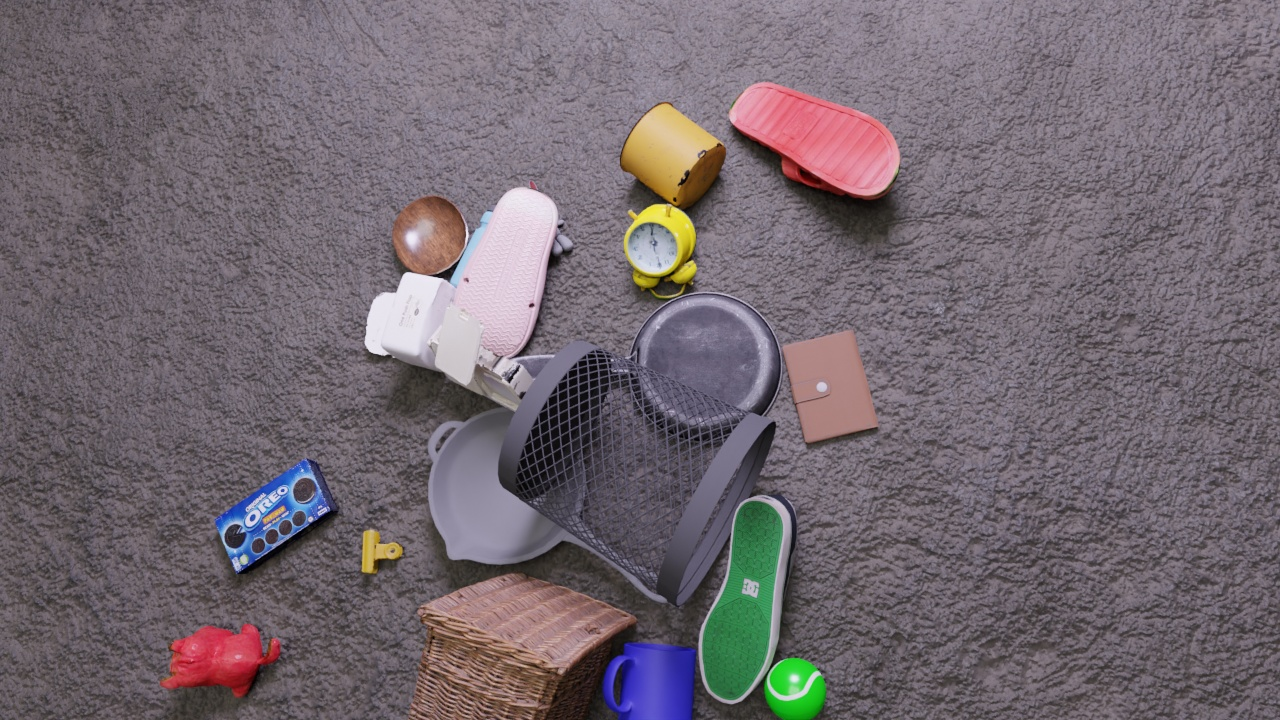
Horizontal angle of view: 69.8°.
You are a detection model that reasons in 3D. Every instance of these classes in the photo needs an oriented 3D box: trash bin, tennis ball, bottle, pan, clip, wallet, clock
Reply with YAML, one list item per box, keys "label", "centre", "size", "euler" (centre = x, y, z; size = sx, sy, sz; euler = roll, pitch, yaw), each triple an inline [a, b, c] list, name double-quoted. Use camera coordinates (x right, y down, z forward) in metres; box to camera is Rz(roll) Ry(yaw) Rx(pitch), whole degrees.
- label: "trash bin"
  centre: [-0.006, 0.111, 0.992]
  size: [0.227, 0.218, 0.217]
  euler: [27, 84, 16]
- label: "tennis ball"
  centre: [0.165, 0.353, 0.982]
  size: [0.065, 0.065, 0.065]
  euler: [-3, 76, 12]
- label: "bottle"
  centre: [-0.203, -0.148, 1.197]
  size: [0.040, 0.040, 0.130]
  euler: [23, 83, 17]
- label: "pan"
  centre: [-0.109, 0.182, 1.096]
  size: [0.354, 0.024, 0.216]
  euler: [32, 76, 17]
- label: "clip"
  centre: [-0.324, 0.237, 1.138]
  size: [0.049, 0.044, 0.054]
  euler: [-12, 71, 35]
- label: "pan"
  centre: [-0.007, 0.006, 1.118]
  size: [0.357, 0.055, 0.187]
  euler: [0, 78, 8]
- label: "wallet"
  centre: [0.221, 0.030, 1.074]
  size: [0.087, 0.013, 0.121]
  euler: [-14, 74, 9]
- label: "clock"
  centre: [0.026, -0.133, 1.126]
  size: [0.083, 0.057, 0.119]
  euler: [-5, 112, 21]

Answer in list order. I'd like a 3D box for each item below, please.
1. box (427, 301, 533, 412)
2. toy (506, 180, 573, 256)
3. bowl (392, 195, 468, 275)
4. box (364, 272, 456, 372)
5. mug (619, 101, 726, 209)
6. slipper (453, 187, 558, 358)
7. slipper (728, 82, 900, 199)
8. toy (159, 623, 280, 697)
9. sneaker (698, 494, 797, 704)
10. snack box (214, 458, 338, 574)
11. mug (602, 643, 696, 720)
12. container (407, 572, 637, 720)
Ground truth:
- label: "box"
  centre: [-0.209, 0.006, 1.071]
  size: [0.143, 0.186, 0.070]
  euler: [23, 67, 30]
- label: "toy"
  centre: [-0.128, -0.183, 1.194]
  size: [0.049, 0.030, 0.111]
  euler: [-28, 73, -25]
- label: "bowl"
  centre: [-0.276, -0.163, 1.224]
  size: [0.102, 0.026, 0.114]
  euler: [-33, 71, 3]
- label: "box"
  centre: [-0.306, -0.054, 1.174]
  size: [0.136, 0.121, 0.109]
  euler: [15, 80, 14]
- label: "mug"
  centre: [0.050, -0.256, 1.144]
  size: [0.094, 0.101, 0.123]
  euler: [40, 47, 16]
- label: "slipper"
  centre: [-0.168, -0.110, 1.158]
  size: [0.107, 0.055, 0.221]
  euler: [18, 96, -7]
- label: "slipper"
  centre: [0.215, -0.265, 1.124]
  size: [0.103, 0.059, 0.249]
  euler: [-48, 56, -3]
- label: "toy"
  centre: [-0.507, 0.366, 1.114]
  size: [0.133, 0.094, 0.088]
  euler: [-6, 75, 9]
- label: "sneaker"
  centre: [0.127, 0.262, 1.015]
  size: [0.084, 0.079, 0.235]
  euler: [16, 98, 28]
- label: "snack box"
  centre: [-0.468, 0.199, 1.180]
  size: [0.150, 0.027, 0.082]
  euler: [-34, 72, 3]
- label: "mug"
  centre: [0.006, 0.354, 0.996]
  size: [0.079, 0.111, 0.083]
  euler: [-11, 70, 50]
- label: "container"
  centre: [-0.132, 0.346, 0.967]
  size: [0.162, 0.249, 0.183]
  euler: [17, 90, 16]
